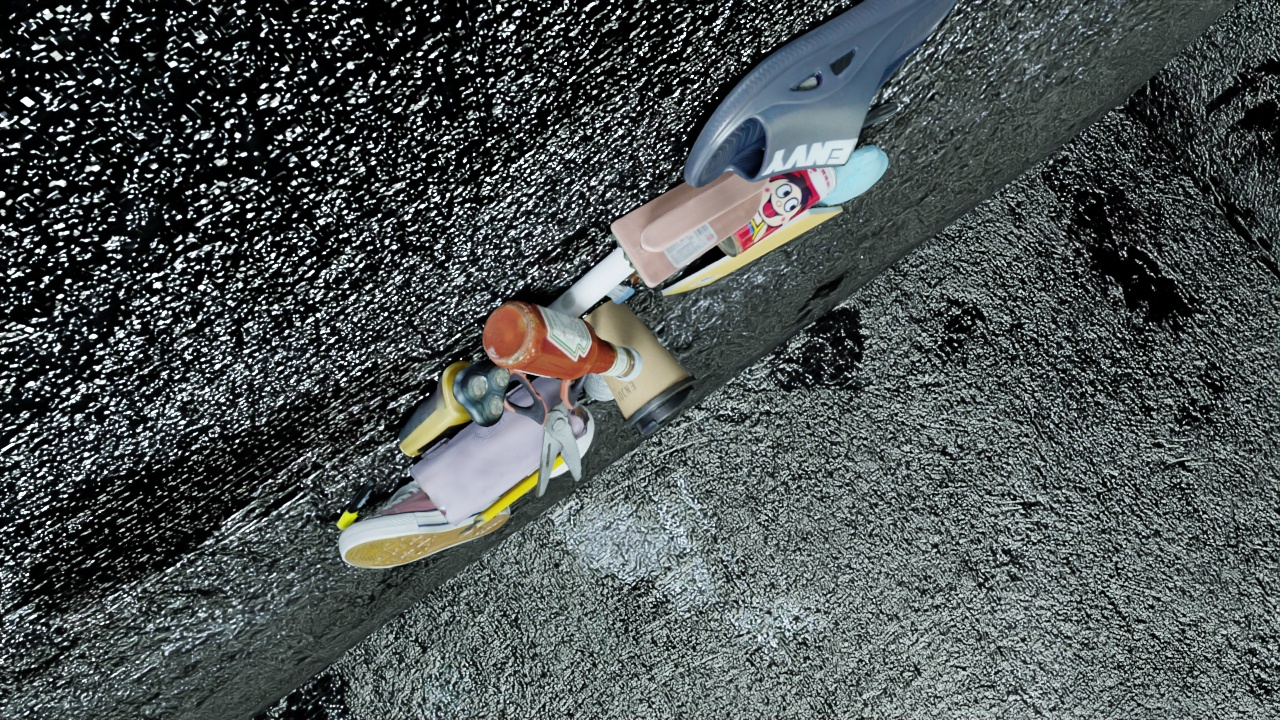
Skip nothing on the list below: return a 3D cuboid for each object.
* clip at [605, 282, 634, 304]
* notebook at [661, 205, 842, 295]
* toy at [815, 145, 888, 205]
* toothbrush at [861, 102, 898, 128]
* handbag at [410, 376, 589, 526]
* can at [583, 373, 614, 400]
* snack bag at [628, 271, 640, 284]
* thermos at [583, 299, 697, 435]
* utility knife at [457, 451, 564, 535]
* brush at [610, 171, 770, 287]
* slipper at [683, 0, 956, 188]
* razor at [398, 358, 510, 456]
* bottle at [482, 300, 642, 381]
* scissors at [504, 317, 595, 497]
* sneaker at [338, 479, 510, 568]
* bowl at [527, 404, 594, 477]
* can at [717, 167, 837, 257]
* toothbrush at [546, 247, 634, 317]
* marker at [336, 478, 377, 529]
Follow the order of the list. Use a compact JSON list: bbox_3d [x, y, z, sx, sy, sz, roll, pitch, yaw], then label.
[{"bbox_3d":[-0.028,-0.073,0.907,0.027,0.044,0.058,-35,163,11],"label":"clip"},{"bbox_3d":[0.139,-0.134,1.125,0.207,0.010,0.145,-28,177,30],"label":"notebook"},{"bbox_3d":[0.233,-0.213,1.054,0.156,0.050,0.162,-20,176,-27],"label":"toy"},{"bbox_3d":[0.214,-0.242,0.954,0.180,0.015,0.018,-29,161,-33],"label":"toothbrush"},{"bbox_3d":[-0.161,0.102,1.062,0.196,0.098,0.145,-35,-176,-13],"label":"handbag"},{"bbox_3d":[-0.038,0.007,1.168,0.058,0.058,0.147,-33,171,-17],"label":"can"},{"bbox_3d":[0.032,-0.109,0.922,0.105,0.026,0.045,-34,175,0],"label":"snack bag"},{"bbox_3d":[-0.006,0.006,1.003,0.093,0.143,0.093,-35,172,-6],"label":"thermos"},{"bbox_3d":[-0.148,0.160,1.114,0.177,0.015,0.033,-36,-174,-27],"label":"utility knife"},{"bbox_3d":[0.049,-0.124,0.785,0.145,0.063,0.073,-33,-178,-20],"label":"brush"},{"bbox_3d":[0.154,-0.205,0.702,0.268,0.083,0.111,-36,170,-8],"label":"slipper"},{"bbox_3d":[-0.181,0.052,0.864,0.062,0.067,0.168,-26,173,-46],"label":"razor"},{"bbox_3d":[-0.061,-0.009,0.841,0.060,0.059,0.205,-39,156,19],"label":"bottle"},{"bbox_3d":[-0.093,0.050,0.972,0.189,0.015,0.224,-53,138,-1],"label":"scissors"},{"bbox_3d":[-0.276,0.191,1.154,0.240,0.088,0.119,-7,147,-47],"label":"sneaker"},{"bbox_3d":[-0.127,0.087,1.194,0.118,0.118,0.065,-36,132,2],"label":"bowl"},{"bbox_3d":[0.135,-0.163,0.943,0.132,0.053,0.053,-34,171,-10],"label":"can"},{"bbox_3d":[-0.078,-0.042,0.861,0.221,0.026,0.026,-38,149,17],"label":"toothbrush"},{"bbox_3d":[-0.327,0.167,1.060,0.018,0.015,0.124,-34,172,-45],"label":"marker"}]
